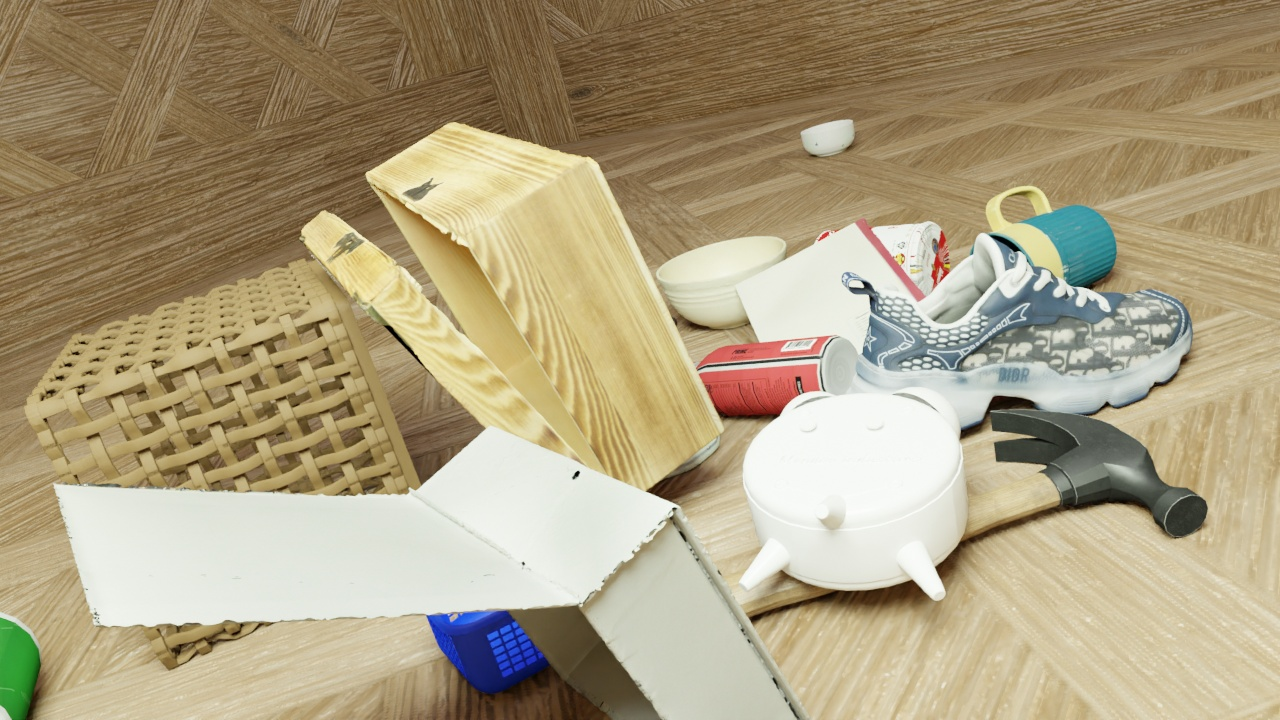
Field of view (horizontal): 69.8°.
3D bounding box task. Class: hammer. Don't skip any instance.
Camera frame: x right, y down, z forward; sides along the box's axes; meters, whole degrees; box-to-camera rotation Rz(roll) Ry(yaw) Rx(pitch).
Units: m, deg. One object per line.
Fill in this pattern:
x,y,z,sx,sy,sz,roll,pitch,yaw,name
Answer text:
0.161,0.106,0.563,0.305,0.040,0.132,-18,23,-4,hammer

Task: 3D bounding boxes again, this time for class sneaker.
0.280,-0.033,0.683,0.269,0.132,0.103,-11,20,-3,sneaker

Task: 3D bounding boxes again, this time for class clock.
0.125,0.066,0.541,0.125,0.073,0.160,-4,29,24,clock

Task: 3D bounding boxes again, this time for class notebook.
0.180,-0.052,0.870,0.153,0.012,0.208,-28,34,10,notebook

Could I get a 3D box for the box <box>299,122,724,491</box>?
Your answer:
-0.101,-0.029,0.699,0.167,0.245,0.279,-39,31,-13,box

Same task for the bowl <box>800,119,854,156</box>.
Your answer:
0.376,-0.440,1.829,0.105,0.054,0.104,-14,18,4,bowl

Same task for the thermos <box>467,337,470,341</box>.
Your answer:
-0.137,-0.030,1.073,0.086,0.086,0.198,-7,22,24,thermos

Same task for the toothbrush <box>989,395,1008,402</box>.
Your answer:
0.201,0.043,0.728,0.184,0.016,0.015,-12,23,6,toothbrush

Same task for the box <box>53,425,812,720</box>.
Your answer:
-0.118,0.052,0.366,0.167,0.478,0.119,12,71,53,box

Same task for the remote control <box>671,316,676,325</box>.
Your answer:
-0.016,-0.030,1.092,0.124,0.009,0.046,-19,20,-9,remote control

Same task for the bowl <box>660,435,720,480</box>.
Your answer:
0.006,0.051,0.785,0.117,0.061,0.117,-15,20,5,bowl

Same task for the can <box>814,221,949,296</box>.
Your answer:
0.249,-0.096,0.956,0.117,0.087,0.086,2,26,40,can

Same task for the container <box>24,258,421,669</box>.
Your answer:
-0.327,0.063,0.769,0.213,0.220,0.252,-23,21,-18,container

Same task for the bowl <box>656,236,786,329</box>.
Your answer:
0.099,-0.083,1.049,0.151,0.075,0.150,-15,19,5,bowl

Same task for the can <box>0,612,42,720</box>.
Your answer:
-0.460,0.232,0.614,0.087,0.088,0.140,-23,21,-19,can

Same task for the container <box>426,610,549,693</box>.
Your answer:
-0.076,0.152,0.580,0.114,0.058,0.096,-26,22,-27,container

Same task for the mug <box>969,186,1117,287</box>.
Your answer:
0.371,-0.109,0.860,0.107,0.113,0.083,-21,-2,-18,mug

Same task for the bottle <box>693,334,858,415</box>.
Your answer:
0.100,0.016,0.793,0.177,0.062,0.062,-5,21,46,bottle
